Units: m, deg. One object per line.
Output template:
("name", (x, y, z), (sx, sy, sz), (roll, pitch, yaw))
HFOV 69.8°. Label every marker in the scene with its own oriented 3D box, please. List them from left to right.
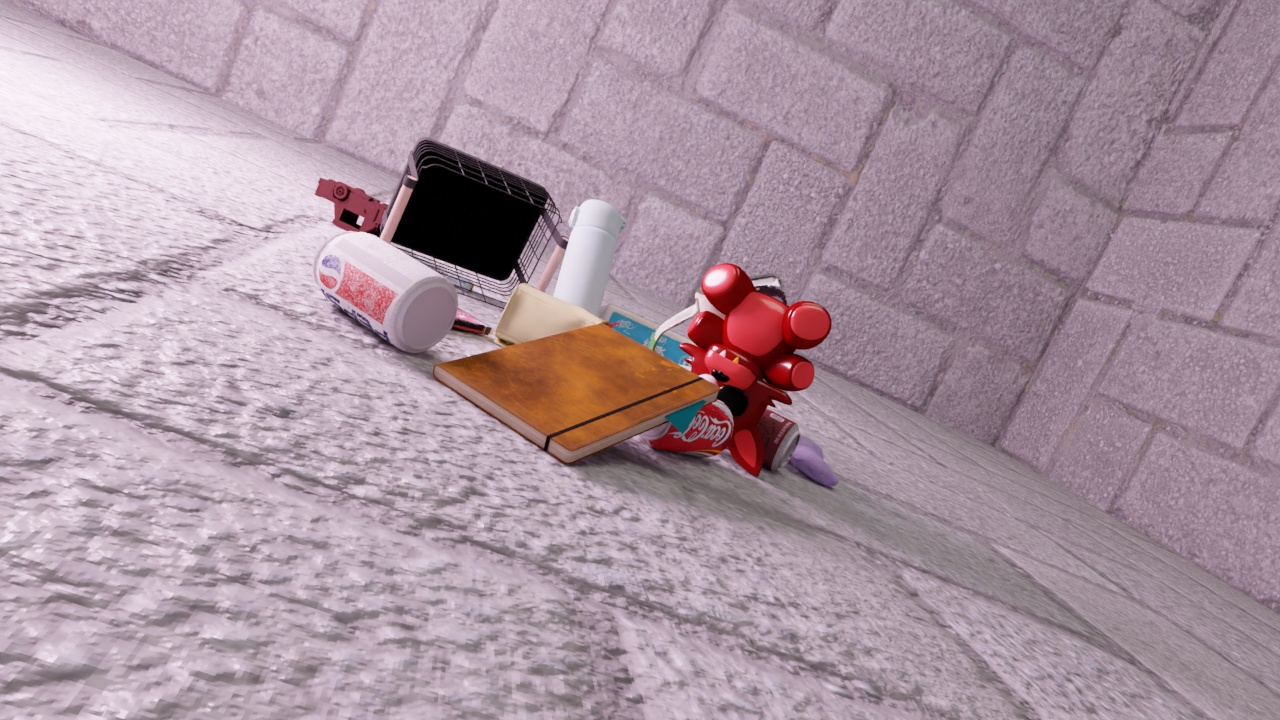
("marker", (-0.311, -0.134, 1.330), (0.146, 0.017, 0.017), (23, 8, -15))

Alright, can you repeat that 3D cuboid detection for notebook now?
("notebook", (-0.040, 0.023, 0.855), (0.178, 0.014, 0.248), (29, 27, 28))

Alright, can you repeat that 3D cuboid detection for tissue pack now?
("tissue pack", (0.014, -0.015, 1.318), (0.209, 0.066, 0.117), (25, -8, -10))

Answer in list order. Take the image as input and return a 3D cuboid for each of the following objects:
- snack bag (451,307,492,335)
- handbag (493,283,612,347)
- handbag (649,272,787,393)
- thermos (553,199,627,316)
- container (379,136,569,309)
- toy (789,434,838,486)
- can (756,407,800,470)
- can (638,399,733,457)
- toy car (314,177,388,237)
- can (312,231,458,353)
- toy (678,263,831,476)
("snack bag", (-0.242, -0.058, 1.039), (0.075, 0.018, 0.155), (28, 7, 29))
("handbag", (-0.098, -0.031, 1.099), (0.119, 0.081, 0.111), (25, 0, 11))
("handbag", (0.098, -0.029, 1.149), (0.176, 0.151, 0.073), (-7, 26, 5))
("thermos", (-0.076, -0.117, 1.238), (0.078, 0.206, 0.065), (17, -19, -10))
("container", (-0.238, -0.185, 1.283), (0.241, 0.163, 0.130), (19, 23, -28))
("toy", (0.217, 0.127, 1.176), (0.080, 0.036, 0.099), (35, 12, -4))
("can", (0.130, 0.081, 1.102), (0.114, 0.063, 0.063), (28, 8, 22))
("can", (0.044, 0.063, 0.945), (0.064, 0.064, 0.104), (32, 10, 40))
("toy car", (-0.416, -0.220, 1.409), (0.170, 0.062, 0.070), (26, 8, 8))
("can", (-0.242, -0.068, 0.869), (0.136, 0.078, 0.078), (30, 9, 30))
("toy", (0.110, 0.007, 1.031), (0.158, 0.197, 0.120), (28, -1, 19))
